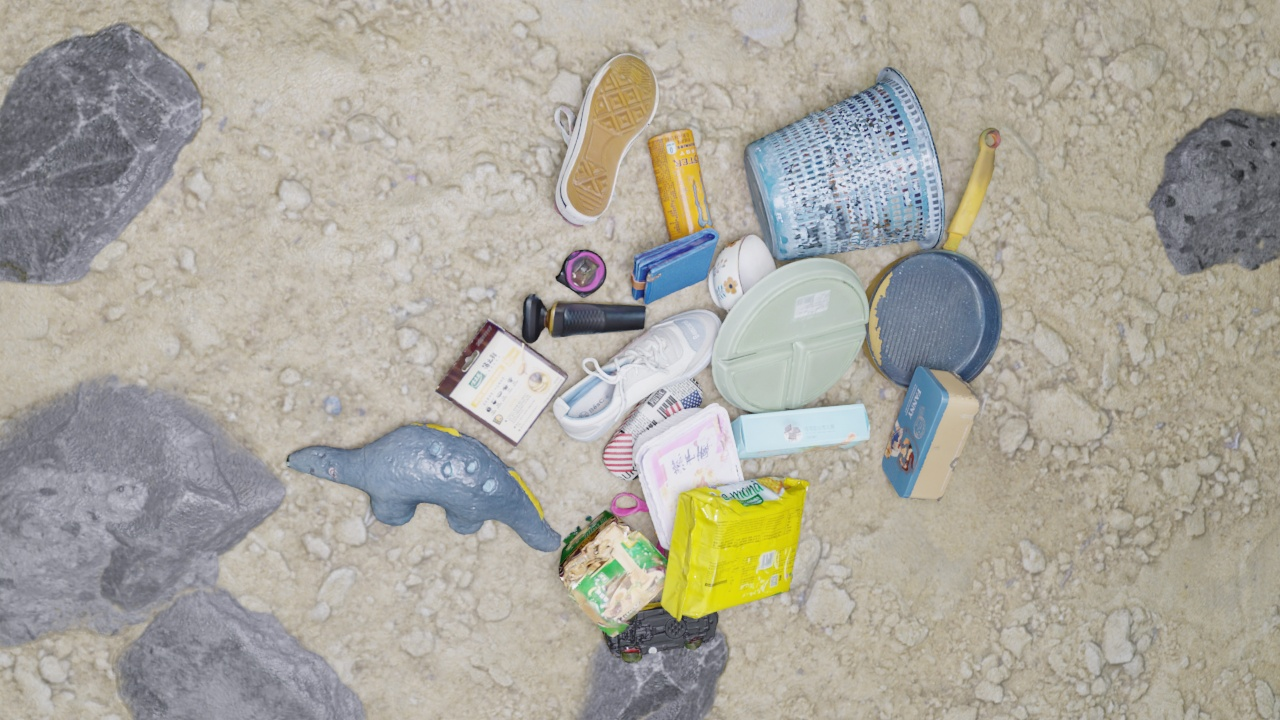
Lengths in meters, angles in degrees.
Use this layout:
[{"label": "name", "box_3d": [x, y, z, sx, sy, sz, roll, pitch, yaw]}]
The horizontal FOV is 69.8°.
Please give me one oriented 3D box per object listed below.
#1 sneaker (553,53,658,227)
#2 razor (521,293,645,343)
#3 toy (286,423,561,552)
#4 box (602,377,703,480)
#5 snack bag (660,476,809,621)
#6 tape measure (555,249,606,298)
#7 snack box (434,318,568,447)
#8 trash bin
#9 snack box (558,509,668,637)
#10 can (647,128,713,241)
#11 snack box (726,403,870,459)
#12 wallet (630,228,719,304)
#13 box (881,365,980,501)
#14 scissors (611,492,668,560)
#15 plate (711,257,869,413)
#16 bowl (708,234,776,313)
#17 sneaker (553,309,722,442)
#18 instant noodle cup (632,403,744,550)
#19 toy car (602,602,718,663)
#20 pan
[{"label": "sneaker", "box_3d": [-0.053, -0.264, 1.119, 0.118, 0.088, 0.240, 28, 69, -24]}, {"label": "razor", "box_3d": [-0.070, -0.055, 1.157, 0.167, 0.067, 0.062, -2, 107, -20]}, {"label": "toy", "box_3d": [-0.253, 0.147, 1.132, 0.356, 0.091, 0.138, 17, 121, -11]}, {"label": "box", "box_3d": [0.014, 0.084, 1.196, 0.164, 0.060, 0.072, -48, 124, -2]}, {"label": "snack bag", "box_3d": [0.130, 0.236, 1.163, 0.246, 0.068, 0.158, 0, 103, -47]}, {"label": "tape measure", "box_3d": [-0.071, -0.111, 1.154, 0.057, 0.039, 0.058, 35, 89, -12]}, {"label": "snack box", "box_3d": [-0.172, 0.027, 1.144, 0.125, 0.053, 0.113, 37, 89, -12]}, {"label": "trash bin", "box_3d": [0.238, -0.220, 1.127, 0.195, 0.226, 0.226, -16, 99, 4]}, {"label": "snack box", "box_3d": [-0.037, 0.258, 1.171, 0.118, 0.105, 0.117, -42, 104, -3]}, {"label": "can", "box_3d": [0.052, -0.214, 1.156, 0.058, 0.058, 0.146, -15, 99, -9]}, {"label": "snack box", "box_3d": [0.205, 0.095, 1.207, 0.174, 0.074, 0.051, -5, 78, -10]}, {"label": "wallet", "box_3d": [0.040, -0.114, 1.131, 0.106, 0.133, 0.040, -23, 77, -7]}, {"label": "box", "box_3d": [0.384, 0.093, 1.214, 0.062, 0.089, 0.185, 4, 116, -11]}, {"label": "scissors", "box_3d": [0.024, 0.203, 1.222, 0.133, 0.017, 0.133, 3, 91, -14]}, {"label": "plate", "box_3d": [0.196, -0.023, 1.165, 0.229, 0.027, 0.231, -16, 130, -20]}, {"label": "bowl", "box_3d": [0.126, -0.099, 1.172, 0.062, 0.113, 0.113, -9, 101, 33]}, {"label": "sneaker", "box_3d": [-0.007, 0.007, 1.141, 0.242, 0.091, 0.089, -36, 63, -1]}, {"label": "instant noodle cup", "box_3d": [0.055, 0.141, 1.169, 0.137, 0.060, 0.173, -29, 122, -20]}, {"label": "toy car", "box_3d": [0.027, 0.356, 1.226, 0.155, 0.041, 0.071, -8, 98, -8]}, {"label": "pan", "box_3d": [0.412, -0.128, 1.224, 0.197, 0.078, 0.357, 11, 94, -12]}]
